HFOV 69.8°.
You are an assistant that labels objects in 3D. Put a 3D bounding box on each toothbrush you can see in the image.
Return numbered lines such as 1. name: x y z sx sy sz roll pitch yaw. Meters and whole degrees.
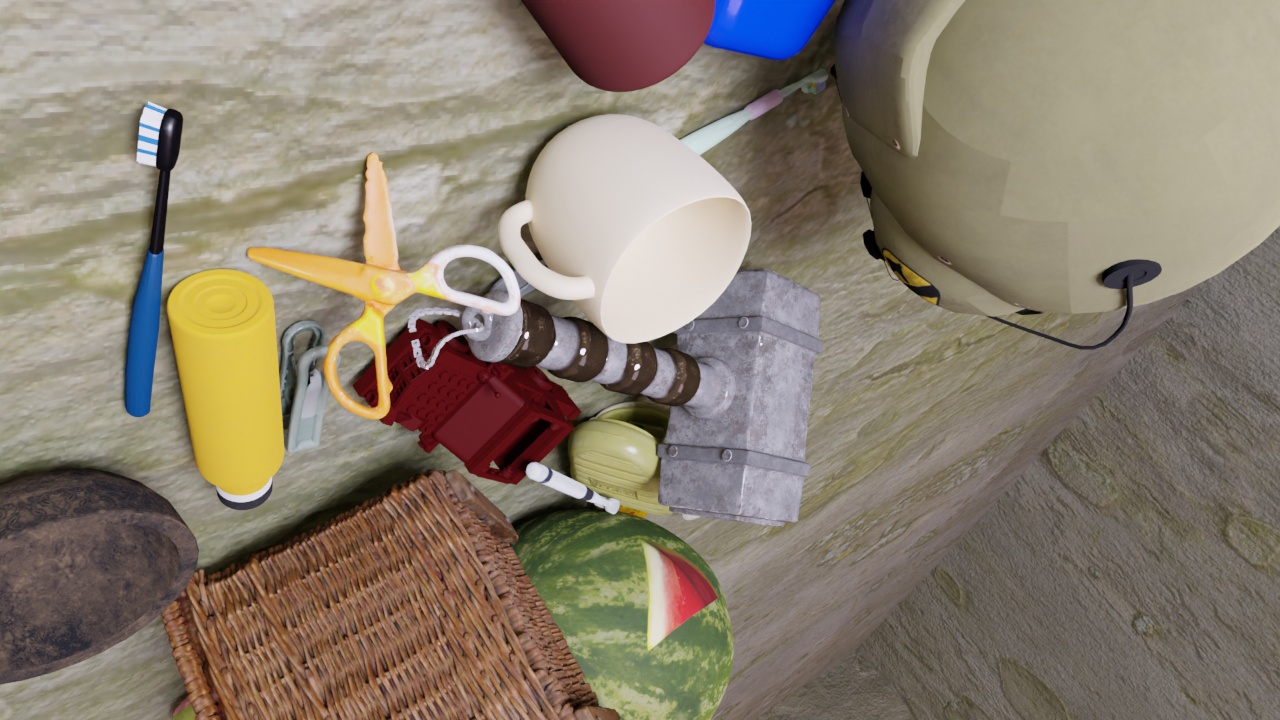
1. toothbrush: -0.208 -0.034 0.386 0.014 0.014 0.168 15 129 -19
2. toothbrush: 0.053 -0.142 0.560 0.154 0.015 0.022 -32 -176 -18
3. toothbrush: -0.047 0.094 0.666 0.187 0.017 0.012 48 57 -68

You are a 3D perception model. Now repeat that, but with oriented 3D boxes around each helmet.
1. helmet: 0.210 -0.148 0.464 0.250 0.255 0.232 -43 154 12
2. helmet: -0.045 0.235 0.772 0.244 0.212 0.247 -29 140 27

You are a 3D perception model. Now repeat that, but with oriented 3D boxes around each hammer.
1. hammer: -0.003 0.003 0.579 0.325 0.080 0.176 17 78 -46

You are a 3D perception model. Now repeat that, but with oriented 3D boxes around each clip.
1. clip: -0.178 0.014 0.484 0.023 0.044 0.076 -16 144 -43

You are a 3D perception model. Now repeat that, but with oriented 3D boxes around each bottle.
1. bottle: -0.199 0.022 0.450 0.043 0.043 0.144 -21 147 -33

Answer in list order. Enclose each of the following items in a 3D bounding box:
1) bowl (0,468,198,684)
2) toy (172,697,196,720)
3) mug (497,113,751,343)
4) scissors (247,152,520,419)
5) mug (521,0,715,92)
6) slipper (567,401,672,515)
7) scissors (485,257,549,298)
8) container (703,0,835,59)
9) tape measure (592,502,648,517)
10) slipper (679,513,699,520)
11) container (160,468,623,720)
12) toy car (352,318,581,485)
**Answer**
1. bowl: -0.282 0.092 0.433 0.121 0.056 0.121 -31 151 -19
2. toy: -0.297 0.264 0.679 0.089 0.051 0.110 -14 146 -37
3. mug: -0.019 -0.073 0.478 0.120 0.099 0.096 -22 145 -29
4. scissors: -0.116 -0.034 0.432 0.131 0.011 0.125 -3 102 -13
5. mug: -0.001 -0.169 0.371 0.106 0.073 0.082 -20 157 15
6. slipper: -0.010 0.070 0.742 0.191 0.092 0.081 75 28 -70
7. scissors: -0.025 -0.077 0.554 0.133 0.019 0.146 0 134 -49
8. container: 0.062 -0.202 0.433 0.096 0.058 0.114 -9 140 -46
9. tape measure: -0.016 0.136 0.870 0.059 0.030 0.068 -45 155 8
10. slipper: 0.078 0.096 0.907 0.114 0.052 0.263 -32 152 -20
11. container: -0.134 0.198 0.554 0.183 0.250 0.162 -33 156 -7
12. toy car: -0.096 0.033 0.578 0.070 0.062 0.169 -45 153 7
